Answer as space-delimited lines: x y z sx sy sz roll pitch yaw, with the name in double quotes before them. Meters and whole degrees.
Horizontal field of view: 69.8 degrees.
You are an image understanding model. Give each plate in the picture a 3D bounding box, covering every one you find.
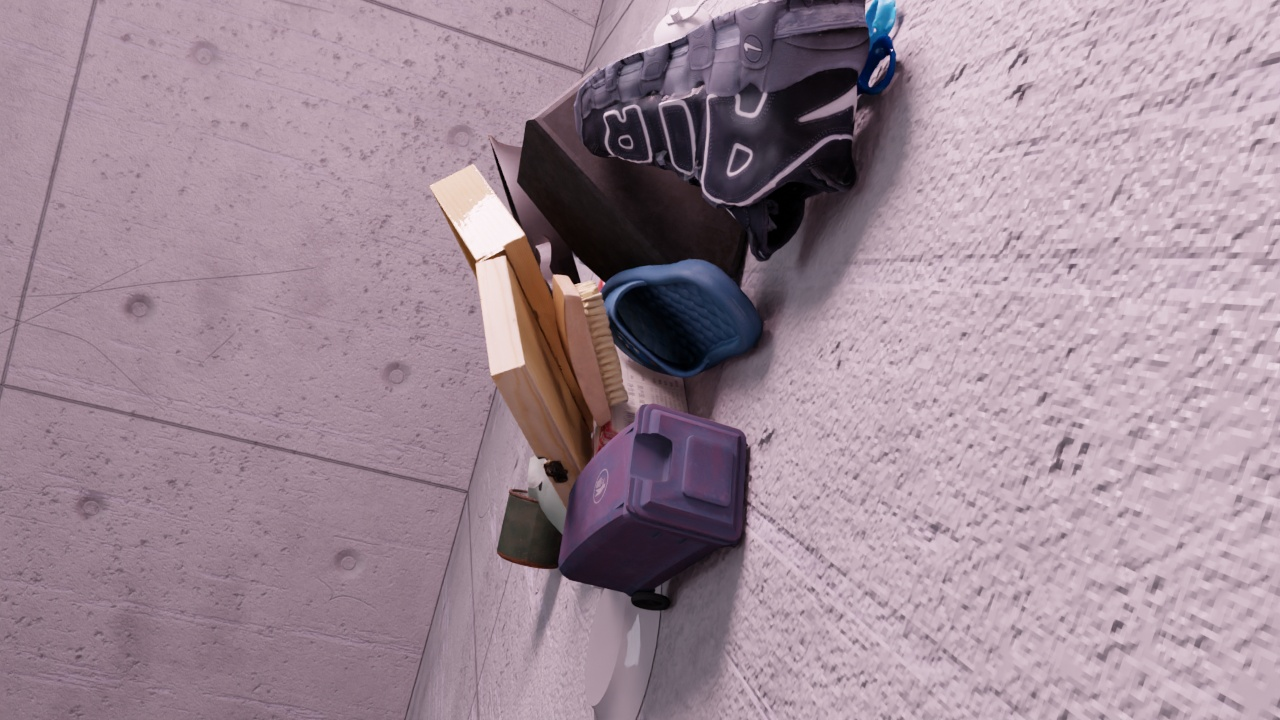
"plate" -0.022 0.235 0.770 0.173 0.019 0.173 -166 91 -78

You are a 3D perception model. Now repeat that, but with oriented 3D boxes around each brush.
"brush" -0.040 -0.010 0.715 0.049 0.039 0.117 -122 15 -62

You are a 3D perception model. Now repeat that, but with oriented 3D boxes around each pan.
"pan" -0.095 -0.114 0.965 0.356 0.043 0.249 -123 15 -66

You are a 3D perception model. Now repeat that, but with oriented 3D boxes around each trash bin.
"trash bin" 0.009 0.104 0.645 0.161 0.092 0.093 130 152 -54

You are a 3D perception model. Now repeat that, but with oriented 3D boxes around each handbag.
"handbag" -0.012 -0.128 0.816 0.102 0.197 0.200 -44 3 -20

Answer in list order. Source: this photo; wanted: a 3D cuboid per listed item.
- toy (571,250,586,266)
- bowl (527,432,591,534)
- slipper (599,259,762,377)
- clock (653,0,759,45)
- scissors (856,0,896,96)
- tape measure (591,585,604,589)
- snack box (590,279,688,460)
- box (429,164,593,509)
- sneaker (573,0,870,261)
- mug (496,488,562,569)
"toy" -0.025 -0.170 1.096 0.137 0.085 0.209 -51 2 -10
"bowl" -0.082 0.122 0.954 0.174 0.068 0.174 177 93 -87
"slipper" 0.021 -0.023 0.708 0.059 0.104 0.214 -45 14 -20
"clock" 0.066 -0.229 0.724 0.159 0.120 0.061 110 171 -60
"scissors" 0.131 -0.168 0.596 0.134 0.016 0.073 120 158 -53
"tape measure" -0.032 0.183 0.882 0.064 0.016 0.064 -87 18 -45
"snack box" -0.005 0.005 0.844 0.272 0.076 0.044 -95 20 -56
"box" -0.091 0.000 0.788 0.247 0.076 0.256 69 -178 -47
"sneaker" 0.054 -0.139 0.620 0.253 0.097 0.151 -2 100 54
"mug" -0.124 0.208 1.136 0.111 0.085 0.081 24 -101 -71
